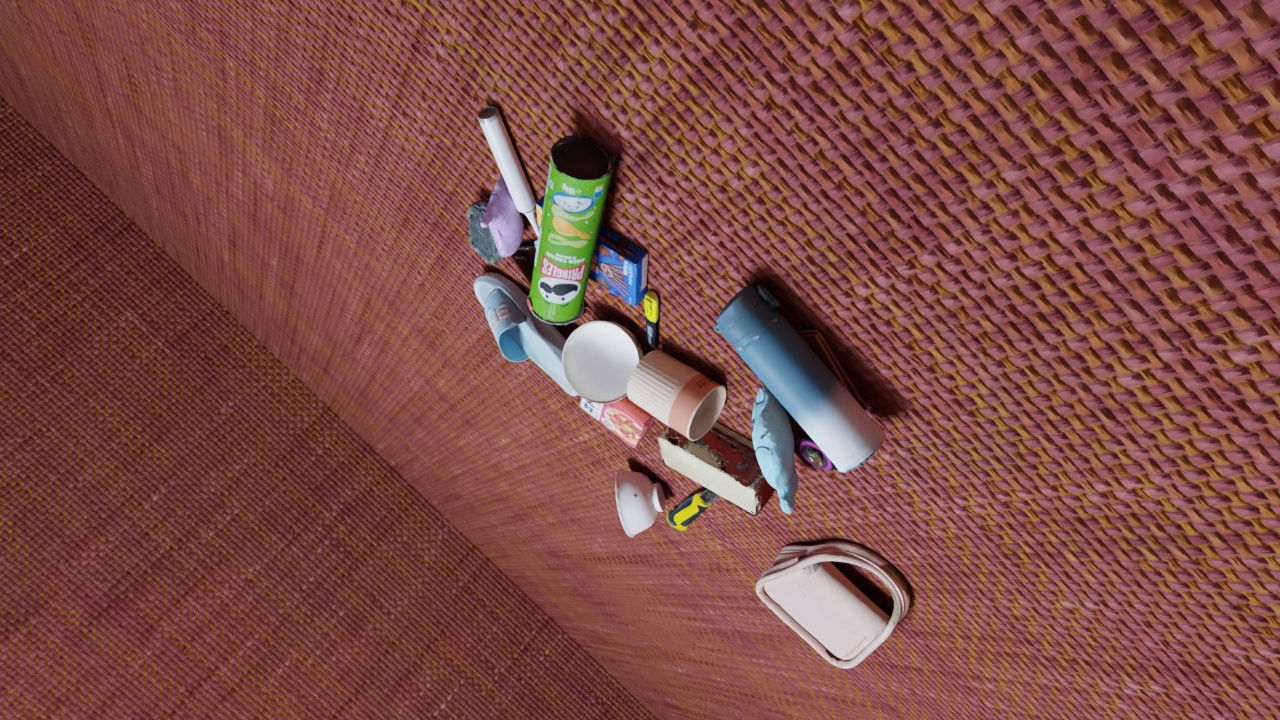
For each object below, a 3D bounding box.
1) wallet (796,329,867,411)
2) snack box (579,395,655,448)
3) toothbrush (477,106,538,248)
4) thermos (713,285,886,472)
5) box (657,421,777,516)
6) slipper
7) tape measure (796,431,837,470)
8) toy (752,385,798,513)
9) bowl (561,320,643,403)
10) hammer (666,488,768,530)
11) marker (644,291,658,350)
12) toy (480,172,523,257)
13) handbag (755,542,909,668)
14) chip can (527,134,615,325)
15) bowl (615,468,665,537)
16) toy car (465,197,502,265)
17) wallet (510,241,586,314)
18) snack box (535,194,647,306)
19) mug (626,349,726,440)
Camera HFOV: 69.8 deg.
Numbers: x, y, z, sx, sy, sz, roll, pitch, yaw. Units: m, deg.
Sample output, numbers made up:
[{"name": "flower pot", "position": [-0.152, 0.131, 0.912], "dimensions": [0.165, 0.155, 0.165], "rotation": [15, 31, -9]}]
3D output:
[{"name": "wallet", "position": [0.188, 0.015, 1.027], "dimensions": [0.101, 0.020, 0.115], "rotation": [-5, 125, 55]}, {"name": "snack box", "position": [-0.032, 0.064, 1.386], "dimensions": [0.113, 0.044, 0.127], "rotation": [37, 154, 10]}, {"name": "toothbrush", "position": [-0.150, -0.214, 1.137], "dimensions": [0.026, 0.026, 0.221], "rotation": [3, 140, 21]}, {"name": "thermos", "position": [0.168, 0.017, 0.973], "dimensions": [0.220, 0.070, 0.070], "rotation": [49, 155, -4]}, {"name": "box", "position": [0.105, 0.145, 1.279], "dimensions": [0.168, 0.079, 0.091], "rotation": [28, 152, 27]}, {"name": "slipper", "position": [-0.174, -0.031, 1.373], "dimensions": [0.245, 0.074, 0.104], "rotation": [44, 157, 22]}, {"name": "tape measure", "position": [0.218, 0.105, 1.099], "dimensions": [0.057, 0.039, 0.058], "rotation": [22, 148, 37]}, {"name": "toy", "position": [0.166, 0.111, 1.126], "dimensions": [0.156, 0.050, 0.161], "rotation": [14, -114, -78]}, {"name": "bowl", "position": [-0.045, 0.000, 1.259], "dimensions": [0.113, 0.114, 0.062], "rotation": [37, -164, 11]}, {"name": "hammer", "position": [0.098, 0.221, 1.469], "dimensions": [0.126, 0.031, 0.324], "rotation": [41, 155, 3]}, {"name": "marker", "position": [0.014, -0.048, 1.179], "dimensions": [0.018, 0.015, 0.124], "rotation": [36, 156, 20]}, {"name": "toy", "position": [-0.175, -0.177, 1.182], "dimensions": [0.039, 0.083, 0.108], "rotation": [12, 153, 12]}, {"name": "handbag", "position": [0.294, 0.338, 1.333], "dimensions": [0.193, 0.093, 0.235], "rotation": [40, 147, 5]}, {"name": "chip can", "position": [-0.084, -0.142, 1.052], "dimensions": [0.072, 0.072, 0.237], "rotation": [35, 142, 15]}, {"name": "bowl", "position": [0.005, 0.239, 1.573], "dimensions": [0.065, 0.118, 0.118], "rotation": [-12, 133, 12]}, {"name": "toy car", "position": [-0.210, -0.177, 1.266], "dimensions": [0.054, 0.036, 0.121], "rotation": [41, 155, 8]}, {"name": "wallet", "position": [-0.134, -0.113, 1.283], "dimensions": [0.096, 0.020, 0.122], "rotation": [5, 134, 53]}, {"name": "snack box", "position": [-0.061, -0.136, 1.130], "dimensions": [0.157, 0.026, 0.085], "rotation": [33, 152, 18]}, {"name": "mug", "position": [0.052, 0.048, 1.214], "dimensions": [0.106, 0.081, 0.114], "rotation": [32, 178, 25]}]
